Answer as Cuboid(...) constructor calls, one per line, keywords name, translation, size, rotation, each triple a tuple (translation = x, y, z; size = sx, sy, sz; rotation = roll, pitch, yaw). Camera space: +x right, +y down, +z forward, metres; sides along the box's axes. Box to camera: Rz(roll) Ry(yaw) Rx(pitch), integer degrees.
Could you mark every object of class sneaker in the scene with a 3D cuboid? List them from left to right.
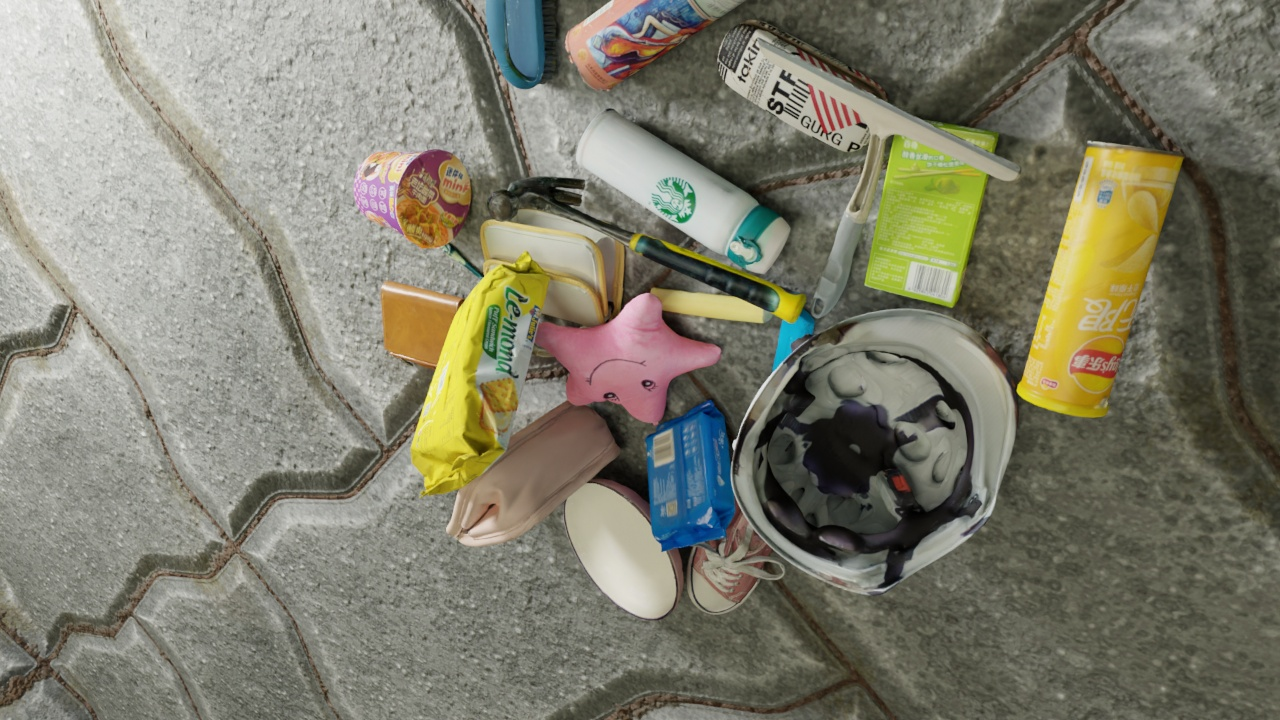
Cuboid(name="sneaker", translation=(0.107, 0.206, 1.021), size=(0.118, 0.087, 0.242), rotation=(35, 124, 13))

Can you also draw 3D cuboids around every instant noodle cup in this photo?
Cuboid(name="instant noodle cup", translation=(-0.269, -0.194, 1.061), size=(0.099, 0.111, 0.112), rotation=(18, 119, 32))

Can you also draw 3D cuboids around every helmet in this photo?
Cuboid(name="helmet", translation=(0.210, 0.075, 0.857), size=(0.229, 0.146, 0.259), rotation=(39, 93, 2))

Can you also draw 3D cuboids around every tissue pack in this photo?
Cuboid(name="tissue pack", translation=(0.055, 0.128, 1.002), size=(0.095, 0.052, 0.157), rotation=(-26, 54, 36))

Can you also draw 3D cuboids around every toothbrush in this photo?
Cuboid(name="toothbrush", translation=(-0.238, -0.136, 1.118), size=(0.191, 0.018, 0.016), rotation=(40, 125, 9))

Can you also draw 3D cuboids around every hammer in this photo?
Cuboid(name="hammer", translation=(0.014, -0.115, 0.926), size=(0.323, 0.125, 0.032), rotation=(24, 120, 12))

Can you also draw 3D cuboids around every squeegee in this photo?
Cuboid(name="squeegee", translation=(0.192, -0.133, 0.821), size=(0.246, 0.039, 0.247), rotation=(36, 144, 25))

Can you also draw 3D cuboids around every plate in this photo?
Cuboid(name="plate", translation=(-0.016, 0.222, 1.112), size=(0.192, 0.038, 0.193), rotation=(27, 132, 35))

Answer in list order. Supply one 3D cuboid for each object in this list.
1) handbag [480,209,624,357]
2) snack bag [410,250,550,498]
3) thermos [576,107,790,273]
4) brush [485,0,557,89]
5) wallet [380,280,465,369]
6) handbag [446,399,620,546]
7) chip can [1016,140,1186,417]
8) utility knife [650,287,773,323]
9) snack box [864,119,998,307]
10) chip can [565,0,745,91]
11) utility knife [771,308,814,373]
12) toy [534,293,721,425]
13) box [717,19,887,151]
Cuboid(name="handbag", translation=(-0.102, -0.077, 1.041), size=(0.163, 0.063, 0.179), rotation=(15, 122, 26))
Cuboid(name="snack bag", translation=(-0.175, 0.017, 0.977), size=(0.068, 0.245, 0.158), rotation=(23, 147, -21))
Cuboid(name="thermos", translation=(0.043, -0.163, 0.903), size=(0.224, 0.073, 0.073), rotation=(35, 124, 13))
Cuboid(name="brush", translation=(-0.124, -0.346, 0.921), size=(0.055, 0.073, 0.144), rotation=(14, 118, 30))
Cuboid(name="wallet", translation=(-0.276, -0.034, 1.175), size=(0.131, 0.035, 0.119), rotation=(14, 117, 27))
Cuboid(name="handbag", translation=(-0.150, 0.154, 1.100), size=(0.093, 0.192, 0.235), rotation=(52, 137, 3))
Cuboid(name="chip can", translation=(0.365, -0.064, 0.736), size=(0.072, 0.071, 0.213), rotation=(16, 108, 25))
Cuboid(name="utility knife", translation=(0.074, -0.059, 0.967), size=(0.152, 0.018, 0.031), rotation=(8, 111, 26))
Cuboid(name="snack box", translation=(0.257, -0.132, 0.818), size=(0.086, 0.026, 0.157), rotation=(17, 119, 24))
Cuboid(name="chip can", translation=(0.029, -0.327, 0.840), size=(0.215, 0.071, 0.071), rotation=(-21, 99, 36))
Cuboid(name="utility knife", translation=(0.150, 0.020, 0.956), size=(0.034, 0.018, 0.166), rotation=(29, 125, 32))
Cuboid(name="toy", translation=(-0.006, 0.006, 1.003), size=(0.195, 0.074, 0.178), rotation=(-14, 130, 20))
Cuboid(name="box", translation=(0.140, -0.244, 0.817), size=(0.164, 0.064, 0.074), rotation=(32, 108, 15))
